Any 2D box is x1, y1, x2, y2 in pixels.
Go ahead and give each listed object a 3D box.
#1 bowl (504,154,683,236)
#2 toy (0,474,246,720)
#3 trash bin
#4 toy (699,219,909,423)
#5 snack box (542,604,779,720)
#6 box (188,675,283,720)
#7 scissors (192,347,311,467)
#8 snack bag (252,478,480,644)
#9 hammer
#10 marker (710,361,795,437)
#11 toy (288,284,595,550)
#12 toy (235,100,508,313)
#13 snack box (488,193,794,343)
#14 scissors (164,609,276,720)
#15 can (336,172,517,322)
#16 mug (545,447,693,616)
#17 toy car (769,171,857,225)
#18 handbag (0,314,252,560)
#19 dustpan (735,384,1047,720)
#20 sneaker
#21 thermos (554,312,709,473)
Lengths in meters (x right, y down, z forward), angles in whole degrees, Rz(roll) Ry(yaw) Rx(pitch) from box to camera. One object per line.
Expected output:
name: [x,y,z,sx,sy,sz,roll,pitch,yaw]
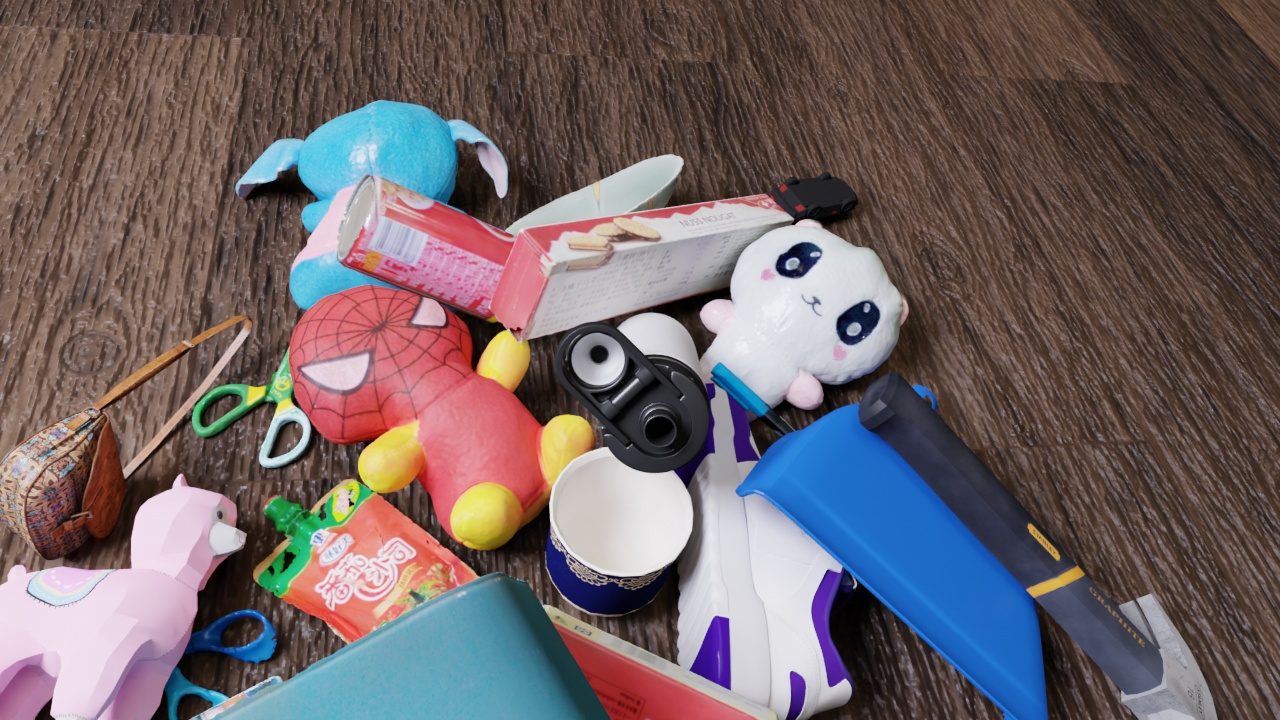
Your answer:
bowl: [-0.030,-0.101,0.753,0.174,0.068,0.174,-23,21,9]
toy: [-0.298,0.136,0.511,0.123,0.067,0.157,4,48,1]
trash bin: [-0.069,0.221,0.370,0.196,0.199,0.218,-27,76,-8]
toy: [0.116,-0.024,0.719,0.179,0.101,0.139,-43,83,-14]
snack box: [-0.019,0.225,0.481,0.142,0.040,0.145,23,86,6]
box: [-0.251,0.272,0.423,0.243,0.060,0.175,-25,66,-27]
scissors: [-0.247,0.024,0.653,0.108,0.012,0.131,41,57,18]
snack bag: [-0.177,0.129,0.575,0.155,0.044,0.087,30,61,19]
hammer: [0.250,0.132,0.578,0.312,0.035,0.139,45,39,-5]
marker: [0.099,0.046,0.677,0.123,0.018,0.015,42,83,-7]
toy: [-0.142,0.031,0.614,0.216,0.099,0.147,38,43,16]
toy: [-0.218,-0.121,0.728,0.224,0.099,0.191,-1,64,-3]
snack box: [0.010,-0.077,0.694,0.272,0.077,0.044,-18,58,-44]
scissors: [-0.280,0.163,0.541,0.135,0.016,0.083,23,56,12]
can: [-0.145,-0.077,0.649,0.124,0.067,0.066,21,46,-30]
mug: [-0.018,0.104,0.587,0.085,0.089,0.111,5,52,-8]
toy car: [0.161,-0.147,0.854,0.091,0.036,0.042,-14,58,-33]
handbag: [-0.310,0.039,0.585,0.043,0.094,0.195,30,48,4]
dustpan: [0.187,0.092,0.621,0.245,0.060,0.256,42,43,-8]
sneaker: [0.083,0.119,0.601,0.111,0.092,0.243,10,50,-13]
thermos: [-0.003,0.003,0.591,0.068,0.229,0.101,-43,97,7]
